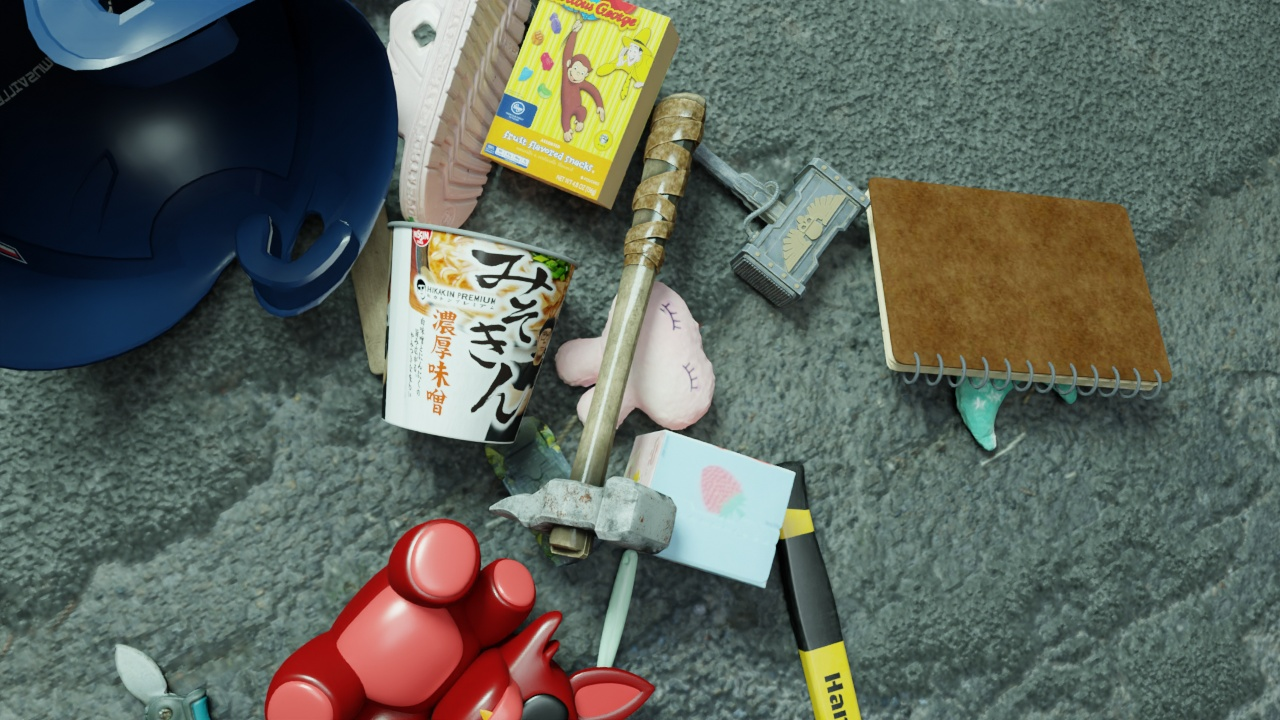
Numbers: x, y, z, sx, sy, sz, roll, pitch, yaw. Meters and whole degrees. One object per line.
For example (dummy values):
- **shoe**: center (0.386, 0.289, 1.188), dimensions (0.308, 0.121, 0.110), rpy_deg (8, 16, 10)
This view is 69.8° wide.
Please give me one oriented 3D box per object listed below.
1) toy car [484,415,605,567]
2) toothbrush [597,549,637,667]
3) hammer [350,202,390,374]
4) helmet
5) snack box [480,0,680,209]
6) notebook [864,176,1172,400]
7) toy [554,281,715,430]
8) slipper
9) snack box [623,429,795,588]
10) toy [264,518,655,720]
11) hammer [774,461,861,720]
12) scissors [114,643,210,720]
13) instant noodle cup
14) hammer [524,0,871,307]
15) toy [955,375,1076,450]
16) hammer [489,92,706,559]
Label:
- **toy car**: center (-0.063, 0.089, 0.627), dimensions (0.048, 0.033, 0.105), rpy_deg (-32, 78, -7)
- **toothbrush**: center (-0.023, 0.207, 0.631), dimensions (0.022, 0.015, 0.154), rpy_deg (10, 80, 21)
- **hammer**: center (-0.202, -0.154, 0.635), dimensions (0.119, 0.031, 0.331), rpy_deg (-12, 89, -12)
- **helmet**: center (-0.296, -0.121, 0.504), dimensions (0.223, 0.232, 0.271), rpy_deg (23, 67, 15)
- **snack box**: center (-0.040, -0.180, 0.625), dimensions (0.088, 0.040, 0.126), rpy_deg (24, 95, 11)
- **notebook**: center (0.284, -0.054, 0.698), dimensions (0.225, 0.024, 0.167), rpy_deg (4, 66, -11)
- **toy**: center (-0.004, 0.004, 0.643), dimensions (0.105, 0.053, 0.108), rpy_deg (-25, 89, 1)
- **slipper**: center (-0.128, -0.205, 0.613), dimensions (0.064, 0.094, 0.239), rpy_deg (17, 90, 13)
- **snack box**: center (0.038, 0.098, 0.615), dimensions (0.093, 0.095, 0.079), rpy_deg (19, 80, -9)
- **toy**: center (-0.108, 0.205, 0.568), dimensions (0.197, 0.121, 0.158), rpy_deg (44, 78, -12)
- **hammer**: center (0.140, 0.232, 0.657), dimensions (0.169, 0.034, 0.324), rpy_deg (-12, 85, -14)
- **scissors**: center (-0.285, 0.243, 0.572), dimensions (0.136, 0.019, 0.138), rpy_deg (15, 82, -10)
- **instant noodle cup**: center (-0.112, -0.015, 0.591), dimensions (0.123, 0.124, 0.121), rpy_deg (11, 90, -10)
- **hammer**: center (0.013, -0.177, 0.671), dimensions (0.322, 0.044, 0.098), rpy_deg (39, 78, -3)
- **toy**: center (0.289, 0.013, 0.709), dimensions (0.105, 0.033, 0.085), rpy_deg (-25, 95, -13)
- **hammer**: center (-0.008, -0.032, 0.593), dimensions (0.049, 0.122, 0.318), rpy_deg (31, 67, -46)
